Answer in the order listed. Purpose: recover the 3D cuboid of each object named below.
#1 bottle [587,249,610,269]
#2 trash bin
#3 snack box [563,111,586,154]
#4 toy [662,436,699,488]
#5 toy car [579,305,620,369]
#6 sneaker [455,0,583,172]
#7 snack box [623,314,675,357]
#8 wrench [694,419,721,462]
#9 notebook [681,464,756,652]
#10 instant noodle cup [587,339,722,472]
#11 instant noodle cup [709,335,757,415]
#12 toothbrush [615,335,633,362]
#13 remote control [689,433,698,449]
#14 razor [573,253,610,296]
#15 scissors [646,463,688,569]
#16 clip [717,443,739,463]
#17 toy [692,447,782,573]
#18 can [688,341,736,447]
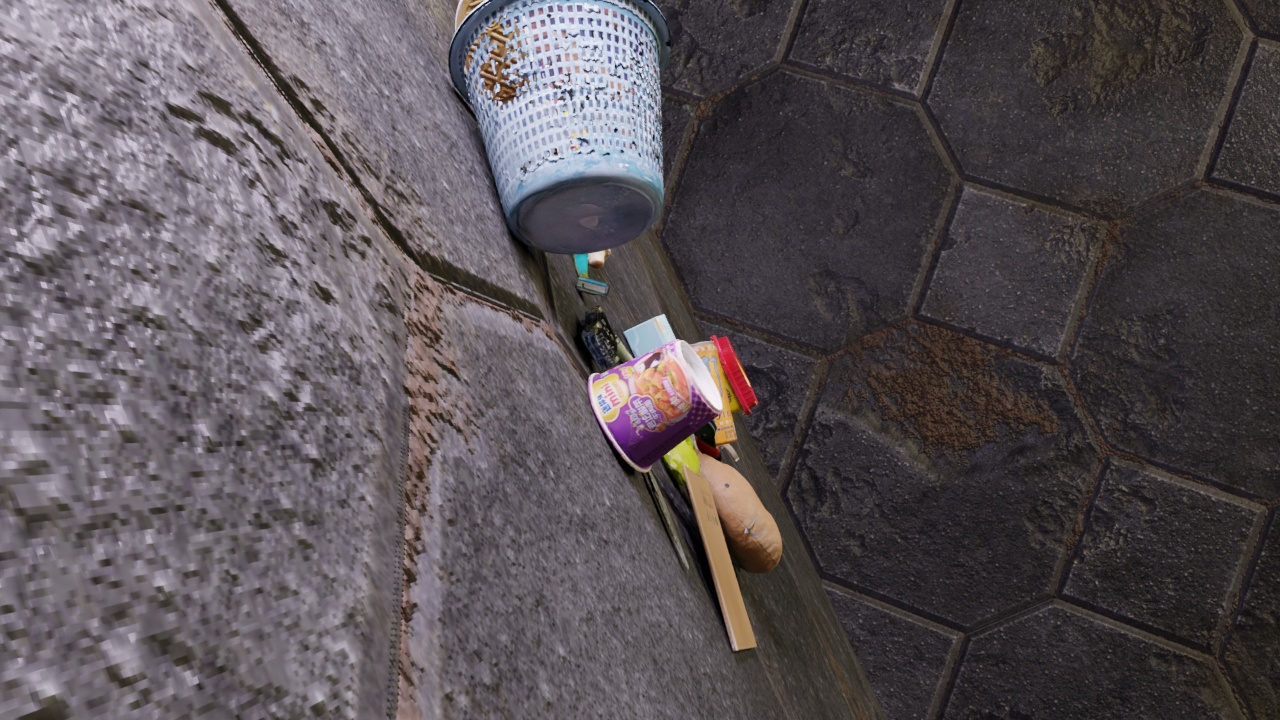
[{"bbox_3d":[-0.068,-0.183,1.256,0.067,0.067,0.149,55,19,-50],"label":"bottle"},{"bbox_3d":[-0.067,-0.221,0.899,0.226,0.227,0.195,48,31,-65],"label":"trash bin"},{"bbox_3d":[-0.104,-0.278,1.231,0.091,0.080,0.082,63,7,-12],"label":"snack box"},{"bbox_3d":[0.048,0.112,1.140,0.096,0.031,0.100,22,41,-59],"label":"toy"},{"bbox_3d":[-0.045,-0.024,0.974,0.049,0.031,0.105,63,9,-17],"label":"toy car"},{"bbox_3d":[-0.139,-0.330,1.074,0.087,0.118,0.241,-81,155,-45],"label":"sneaker"},{"bbox_3d":[0.022,-0.023,1.361,0.174,0.052,0.074,-35,101,-82],"label":"snack box"},{"bbox_3d":[0.091,0.131,1.265,0.274,0.056,0.016,67,39,-54],"label":"wrench"},{"bbox_3d":[0.092,0.229,1.061,0.148,0.008,0.207,45,27,-69],"label":"notebook"},{"bbox_3d":[0.018,0.037,0.891,0.111,0.099,0.111,51,17,-23],"label":"instant noodle cup"},{"bbox_3d":[0.103,0.040,1.429,0.116,0.124,0.116,61,8,-22],"label":"instant noodle cup"},{"bbox_3d":[-0.007,0.007,1.179,0.189,0.020,0.029,51,40,-62],"label":"toothbrush"},{"bbox_3d":[0.073,0.118,1.364,0.150,0.021,0.058,61,8,-27],"label":"remote control"},{"bbox_3d":[-0.069,-0.118,1.141,0.132,0.043,0.028,-107,-147,-54],"label":"razor"},{"bbox_3d":[0.011,0.129,0.936,0.133,0.014,0.175,56,14,-39],"label":"scissors"},{"bbox_3d":[0.115,0.128,1.392,0.095,0.035,0.102,49,-8,33],"label":"clip"},{"bbox_3d":[0.116,0.191,1.219,0.226,0.082,0.143,58,-10,-29],"label":"toy"},{"bbox_3d":[0.093,0.049,1.292,0.058,0.058,0.146,19,58,-79],"label":"can"}]
